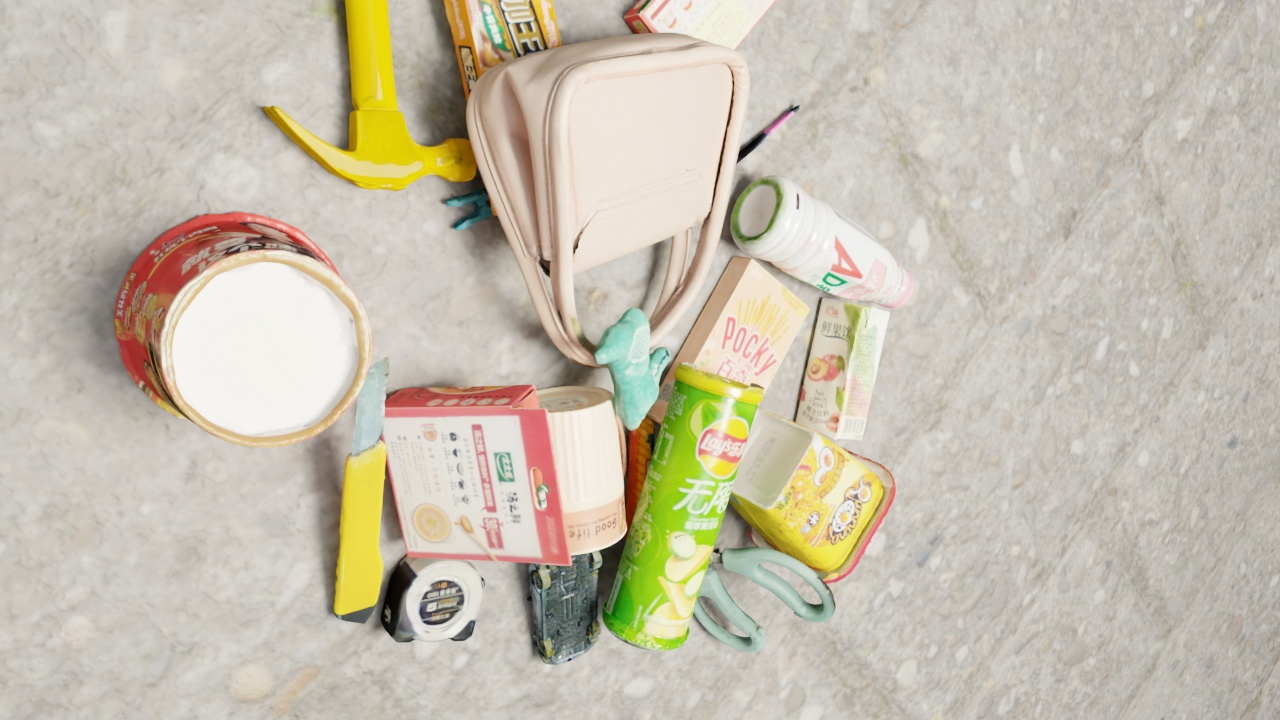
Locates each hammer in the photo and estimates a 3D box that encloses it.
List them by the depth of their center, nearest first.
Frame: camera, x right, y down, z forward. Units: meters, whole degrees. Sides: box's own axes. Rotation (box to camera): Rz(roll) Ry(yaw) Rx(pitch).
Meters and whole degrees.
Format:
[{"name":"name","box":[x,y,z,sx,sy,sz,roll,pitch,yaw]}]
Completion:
[{"name":"hammer","box":[-0.171,-0.256,0.562,0.128,0.033,0.301,-9,105,-32]}]

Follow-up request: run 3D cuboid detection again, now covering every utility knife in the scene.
[{"name":"utility knife","box":[-0.182,0.092,0.606,0.033,0.015,0.217,-10,125,-39]}]

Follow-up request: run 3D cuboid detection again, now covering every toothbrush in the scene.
[{"name":"toothbrush","box":[0.066,-0.157,0.745,0.189,0.014,0.018,-43,110,-18]}]

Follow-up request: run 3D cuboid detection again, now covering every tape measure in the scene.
[{"name":"tape measure","box":[-0.149,0.170,0.669,0.065,0.034,0.066,13,95,-36]}]

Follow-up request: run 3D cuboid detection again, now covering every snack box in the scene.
[{"name":"snack box","box":[-0.105,0.077,0.623,0.044,0.127,0.113,-46,132,-65]},{"name":"snack box","box":[-0.082,-0.181,0.627,0.075,0.026,0.154,-27,114,-41]},{"name":"snack box","box":[0.063,-0.287,0.705,0.155,0.027,0.077,-51,122,-12]},{"name":"snack box","box":[0.076,0.000,0.778,0.084,0.026,0.157,34,82,-33]}]

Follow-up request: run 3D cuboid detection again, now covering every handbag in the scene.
[{"name":"handbag","box":[-0.013,-0.102,0.643,0.192,0.093,0.234,-26,124,-40]}]

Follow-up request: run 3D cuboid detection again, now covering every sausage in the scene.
[{"name":"sausage","box":[-0.001,0.121,0.758,0.021,0.021,0.165,-5,104,-31]}]

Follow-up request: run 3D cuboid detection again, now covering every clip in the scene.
[{"name":"clip","box":[-0.110,-0.111,0.643,0.056,0.014,0.047,-26,116,-28]}]

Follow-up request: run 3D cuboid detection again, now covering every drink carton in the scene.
[{"name":"drink carton","box":[0.184,0.008,0.832,0.045,0.054,0.122,7,96,-38]}]

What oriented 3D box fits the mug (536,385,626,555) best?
[{"name":"mug","box":[-0.046,0.076,0.692,0.114,0.082,0.106,-23,113,-55]}]

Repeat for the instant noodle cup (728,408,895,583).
[{"name":"instant noodle cup","box":[0.133,0.108,0.778,0.123,0.116,0.116,41,78,-39]}]

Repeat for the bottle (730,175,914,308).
[{"name":"bottle","box":[0.166,-0.093,0.792,0.196,0.068,0.068,20,89,-37]}]

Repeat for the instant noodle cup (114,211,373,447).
[{"name":"instant noodle cup","box":[-0.225,-0.016,0.534,0.137,0.109,0.138,-7,104,-31]}]

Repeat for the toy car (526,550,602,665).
[{"name":"toy car","box":[-0.061,0.187,0.728,0.054,0.037,0.121,-16,119,-30]}]

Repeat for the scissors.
[{"name":"scissors","box":[0.088,0.180,0.772,0.177,0.171,0.019,60,36,-20]}]

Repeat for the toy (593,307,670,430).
[{"name":"toy","box":[-0.004,0.004,0.654,0.096,0.030,0.092,-52,143,-45]}]

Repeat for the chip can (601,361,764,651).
[{"name":"chip can","box":[0.031,0.116,0.718,0.072,0.073,0.221,14,96,-34]}]
